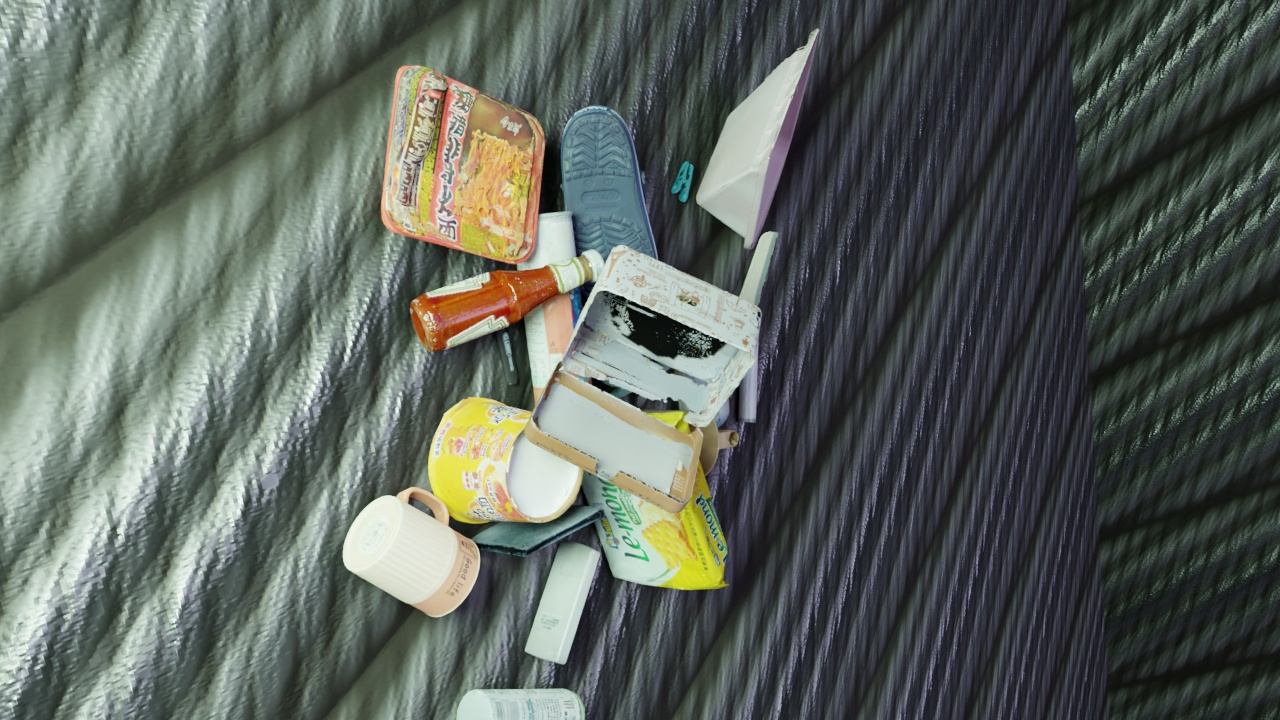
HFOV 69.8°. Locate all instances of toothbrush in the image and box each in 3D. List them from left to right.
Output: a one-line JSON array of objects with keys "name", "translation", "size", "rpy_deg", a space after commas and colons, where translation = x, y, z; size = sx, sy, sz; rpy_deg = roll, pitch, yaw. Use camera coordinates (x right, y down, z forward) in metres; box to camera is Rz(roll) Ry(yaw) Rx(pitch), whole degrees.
[{"name": "toothbrush", "translation": [0.161, -0.019, 1.356], "size": [0.026, 0.027, 0.221], "rpy_deg": [3, 88, -43]}]

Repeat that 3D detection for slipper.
[{"name": "slipper", "translation": [-0.041, -0.175, 1.081], "size": [0.095, 0.105, 0.253], "rpy_deg": [-88, 168, -60]}]

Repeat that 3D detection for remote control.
[{"name": "remote control", "translation": [-0.089, 0.277, 1.058], "size": [0.019, 0.056, 0.135], "rpy_deg": [36, 64, -43]}]

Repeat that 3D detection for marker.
[{"name": "marker", "translation": [-0.153, -0.032, 1.011], "size": [0.018, 0.015, 0.124], "rpy_deg": [-23, 109, -41]}]

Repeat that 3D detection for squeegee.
[{"name": "squeegee", "translation": [0.059, -0.068, 1.230], "size": [0.246, 0.039, 0.247], "rpy_deg": [1, 110, -41]}]

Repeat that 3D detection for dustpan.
[{"name": "dustpan", "translation": [0.190, -0.276, 1.253], "size": [0.138, 0.274, 0.222], "rpy_deg": [30, 69, -18]}]

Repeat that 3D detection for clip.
[{"name": "clip", "translation": [0.059, -0.244, 1.245], "size": [0.049, 0.015, 0.056], "rpy_deg": [30, 70, -42]}]

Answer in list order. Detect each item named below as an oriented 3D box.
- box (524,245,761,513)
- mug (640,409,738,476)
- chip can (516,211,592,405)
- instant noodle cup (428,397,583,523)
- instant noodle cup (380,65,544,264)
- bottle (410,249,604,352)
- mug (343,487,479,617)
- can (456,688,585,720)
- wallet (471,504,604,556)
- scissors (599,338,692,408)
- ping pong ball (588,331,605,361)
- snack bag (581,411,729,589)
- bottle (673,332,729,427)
[{"name": "box", "translation": [0.002, 0.022, 0.919], "size": [0.183, 0.157, 0.192], "rpy_deg": [24, 42, -6]}, {"name": "mug", "translation": [0.047, 0.101, 1.171], "size": [0.124, 0.104, 0.084], "rpy_deg": [-5, 94, -48]}, {"name": "chip can", "translation": [-0.098, -0.056, 1.029], "size": [0.071, 0.071, 0.215], "rpy_deg": [-16, 103, -47]}, {"name": "instant noodle cup", "translation": [-0.135, 0.110, 0.962], "size": [0.137, 0.110, 0.138], "rpy_deg": [-1, 91, -47]}, {"name": "instant noodle cup", "translation": [-0.185, -0.189, 0.923], "size": [0.188, 0.079, 0.164], "rpy_deg": [12, 82, -47]}, {"name": "bottle", "translation": [-0.132, -0.069, 0.948], "size": [0.205, 0.060, 0.060], "rpy_deg": [-22, 109, -22]}, {"name": "mug", "translation": [-0.221, 0.177, 0.898], "size": [0.106, 0.082, 0.114], "rpy_deg": [43, 33, -38]}, {"name": "can", "translation": [-0.130, 0.393, 1.012], "size": [0.146, 0.058, 0.058], "rpy_deg": [22, 74, -47]}, {"name": "wallet", "translation": [-0.113, 0.182, 0.998], "size": [0.120, 0.097, 0.019], "rpy_deg": [-21, 102, -47]}, {"name": "scissors", "translation": [-0.007, 0.007, 1.118], "size": [0.178, 0.019, 0.171], "rpy_deg": [-10, 141, -32]}, {"name": "ping pong ball", "translation": [-0.049, -0.016, 1.108], "size": [0.040, 0.040, 0.040], "rpy_deg": [-1, 91, -48]}, {"name": "snack bag", "translation": [0.014, 0.164, 1.096], "size": [0.068, 0.158, 0.247], "rpy_deg": [-40, 120, -48]}, {"name": "bottle", "translation": [0.076, 0.002, 1.203], "size": [0.067, 0.068, 0.190], "rpy_deg": [-41, 133, -40]}]
